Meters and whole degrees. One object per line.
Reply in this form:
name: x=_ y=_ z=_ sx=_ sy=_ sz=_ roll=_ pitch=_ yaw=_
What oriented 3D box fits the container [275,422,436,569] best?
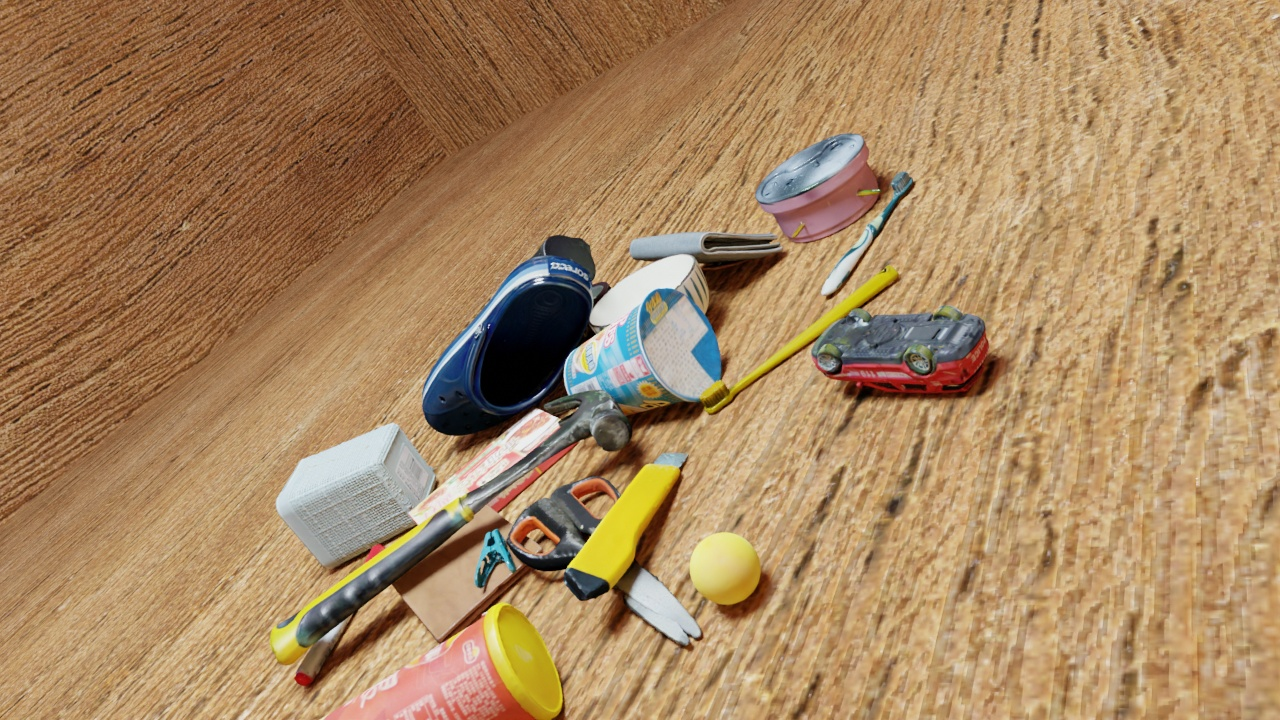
container: x=-0.266 y=0.126 z=0.879 sx=0.111 sy=0.090 sz=0.089 roll=-25 pitch=24 yaw=13

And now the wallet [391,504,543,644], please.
wallet: x=-0.136 y=0.164 z=0.714 sx=0.101 sy=0.020 sz=0.115 roll=-40 pitch=26 yaw=-18

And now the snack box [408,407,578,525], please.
snack box: x=-0.132 y=0.104 z=0.818 sx=0.152 sy=0.025 sz=0.075 roll=-40 pitch=23 yaw=-16

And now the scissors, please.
scissors: x=-0.011 y=0.124 z=0.618 sx=0.235 sy=0.022 sz=0.139 roll=1 pitch=33 yaw=45

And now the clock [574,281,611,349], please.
clock: x=-0.058 y=-0.041 z=0.976 sx=0.082 sy=0.055 sz=0.122 roll=-41 pitch=22 yaw=-17

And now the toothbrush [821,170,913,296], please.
toothbrush: x=0.204 y=-0.117 z=0.824 sx=0.016 sy=0.018 sz=0.191 roll=-7 pitch=34 yaw=48

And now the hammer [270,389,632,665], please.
hammer: x=-0.150 y=0.127 z=0.723 sx=0.323 sy=0.032 sz=0.126 roll=-36 pitch=15 yaw=-2

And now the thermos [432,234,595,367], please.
thermos: x=-0.130 y=-0.038 z=0.956 sx=0.243 sy=0.068 sz=0.089 roll=-41 pitch=5 yaw=38

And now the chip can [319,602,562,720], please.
chip can: x=-0.152 y=0.228 z=0.534 sx=0.216 sy=0.073 sz=0.073 roll=-33 pitch=22 yaw=3

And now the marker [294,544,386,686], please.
marker: x=-0.249 y=0.211 z=0.773 sx=0.017 sy=0.017 sz=0.144 roll=-22 pitch=25 yaw=25

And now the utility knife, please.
utility knife: x=-0.004 y=0.107 z=0.623 sx=0.033 sy=0.015 sz=0.176 roll=19 pitch=31 yaw=16

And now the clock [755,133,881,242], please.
clock: x=0.179 y=-0.177 z=0.928 sx=0.117 sy=0.060 sz=0.158 roll=-29 pitch=24 yaw=15

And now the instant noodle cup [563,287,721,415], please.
instant noodle cup: x=-0.005 y=0.005 z=0.773 sx=0.110 sy=0.099 sz=0.099 roll=-24 pitch=23 yaw=40

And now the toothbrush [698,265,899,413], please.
toothbrush: x=0.126 y=-0.019 z=0.730 sx=0.190 sy=0.016 sz=0.015 roll=-35 pitch=23 yaw=-4

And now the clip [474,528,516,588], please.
clip: x=-0.109 y=0.145 z=0.684 sx=0.034 sy=0.013 sz=0.055 roll=-24 pitch=29 yaw=7

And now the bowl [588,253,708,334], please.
bowl: x=0.016 y=-0.041 z=0.861 sx=0.116 sy=0.066 sz=0.116 roll=-28 pitch=22 yaw=12

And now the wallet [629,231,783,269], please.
wallet: x=0.066 y=-0.110 z=0.928 sx=0.106 sy=0.037 sz=0.130 roll=-1 pitch=3 yaw=-31

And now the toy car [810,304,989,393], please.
toy car: x=0.169 y=-0.004 z=0.604 sx=0.121 sy=0.045 sz=0.052 roll=6 pitch=42 yaw=50

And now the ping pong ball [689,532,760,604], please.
ping pong ball: x=0.048 y=0.119 z=0.523 sx=0.040 sy=0.040 sz=0.040 roll=-28 pitch=23 yaw=13

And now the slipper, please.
slipper: x=-0.122 y=0.007 z=0.871 sx=0.254 sy=0.105 sz=0.095 roll=-46 pitch=34 yaw=37
